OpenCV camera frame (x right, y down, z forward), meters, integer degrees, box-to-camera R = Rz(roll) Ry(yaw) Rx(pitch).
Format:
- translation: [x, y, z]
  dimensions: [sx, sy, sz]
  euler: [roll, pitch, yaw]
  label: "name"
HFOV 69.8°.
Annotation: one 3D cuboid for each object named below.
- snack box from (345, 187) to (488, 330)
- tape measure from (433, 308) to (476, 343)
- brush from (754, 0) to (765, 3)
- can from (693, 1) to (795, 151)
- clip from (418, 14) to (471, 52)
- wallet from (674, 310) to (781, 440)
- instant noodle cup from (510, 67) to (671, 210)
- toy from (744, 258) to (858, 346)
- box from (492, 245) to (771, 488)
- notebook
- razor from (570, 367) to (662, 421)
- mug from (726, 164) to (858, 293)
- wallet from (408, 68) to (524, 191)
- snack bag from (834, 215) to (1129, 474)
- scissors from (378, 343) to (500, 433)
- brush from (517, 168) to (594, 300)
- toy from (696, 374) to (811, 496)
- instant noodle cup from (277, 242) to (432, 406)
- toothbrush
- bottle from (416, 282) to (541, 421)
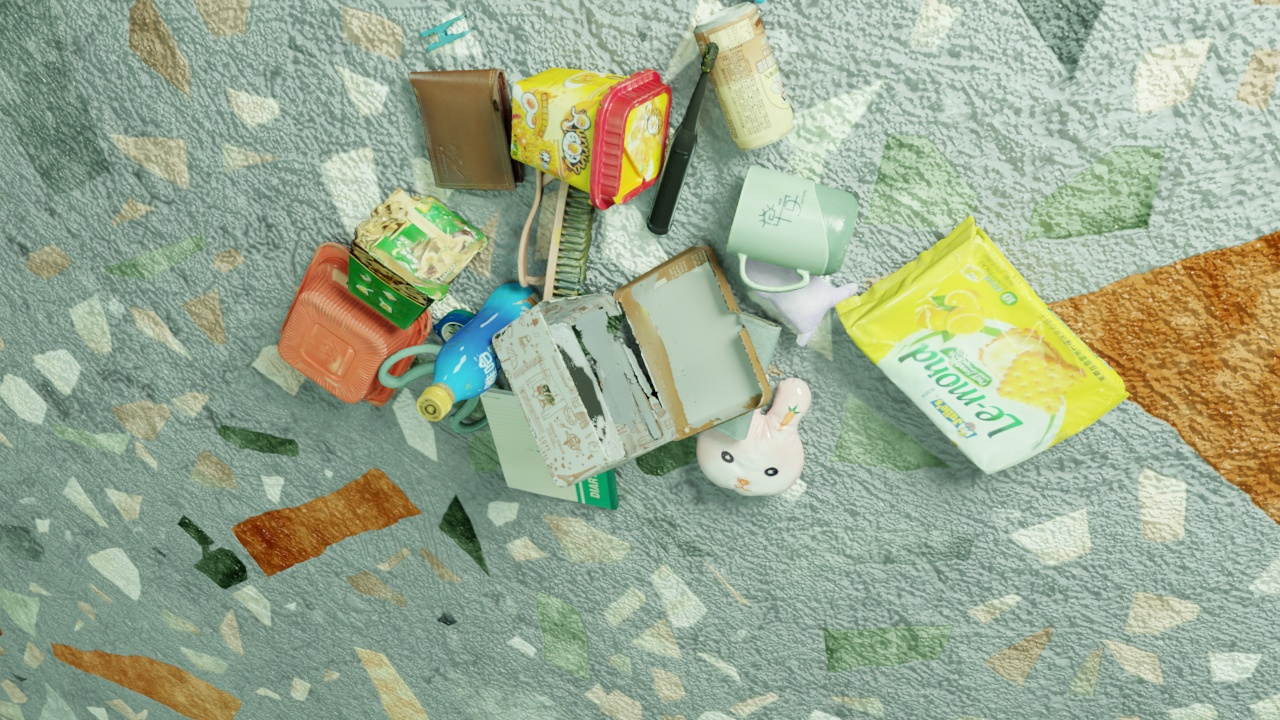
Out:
- translation: [-0.253, -0.103, 1.006]
  dimensions: [0.117, 0.118, 0.106]
  euler: [36, 138, -4]
  label: "snack box"
- translation: [-0.208, -0.034, 1.077]
  dimensions: [0.058, 0.025, 0.055]
  euler: [42, 124, -18]
  label: "tape measure"
- translation: [-0.004, -0.371, 0.789]
  dimensions: [0.254, 0.045, 0.083]
  euler: [24, 122, -1]
  label: "brush"
- translation: [0.093, -0.250, 0.813]
  dimensions: [0.059, 0.058, 0.116]
  euler: [-13, 116, 26]
  label: "can"
- translation: [-0.191, -0.320, 0.898]
  dimensions: [0.057, 0.014, 0.045]
  euler: [-13, 114, 27]
  label: "clip"
- translation: [0.080, 0.008, 0.971]
  dimensions: [0.106, 0.036, 0.130]
  euler: [21, 110, 18]
  label: "wallet"
- translation: [-0.049, -0.218, 0.860]
  dimensions: [0.124, 0.115, 0.116]
  euler: [21, 127, 20]
  label: "instant noodle cup"
- translation: [0.153, -0.076, 0.915]
  dimensions: [0.108, 0.038, 0.084]
  euler: [43, 107, -5]
  label: "toy"
- translation: [-0.011, 0.006, 0.912]
  dimensions: [0.198, 0.157, 0.181]
  euler: [-26, 82, 34]
  label: "box"
- translation: [-0.105, 0.108, 1.099]
  dimensions: [0.150, 0.012, 0.209]
  euler: [10, 142, 12]
  label: "notebook"
- translation: [-0.009, 0.044, 1.040]
  dimensions: [0.167, 0.062, 0.068]
  euler: [11, 154, 7]
  label: "razor"
- translation: [0.138, -0.115, 0.856]
  dimensions: [0.106, 0.082, 0.111]
  euler: [17, 89, 5]
  label: "mug"
- translation: [-0.178, -0.235, 0.937]
  dimensions: [0.101, 0.032, 0.125]
  euler: [4, 121, 20]
  label: "wallet"
- translation: [0.327, -0.010, 0.876]
  dimensions: [0.246, 0.068, 0.158]
  euler: [44, 124, -10]
  label: "snack bag"
- translation: [-0.217, 0.032, 1.100]
  dimensions: [0.170, 0.019, 0.181]
  euler: [-12, 133, -3]
  label: "scissors"
- translation: [-0.086, -0.133, 0.948]
  dimensions: [0.073, 0.063, 0.146]
  euler: [11, 124, 0]
  label: "brush"
- translation: [0.127, 0.083, 1.018]
  dimensions: [0.121, 0.054, 0.160]
  euler: [16, 117, 9]
  label: "toy"
- translation: [-0.353, -0.030, 1.098]
  dimensions: [0.164, 0.078, 0.189]
  euler: [35, 124, -4]
  label: "instant noodle cup"
- translation: [0.040, -0.199, 0.850]
  dimensions: [0.026, 0.027, 0.213]
  euler: [19, 141, 0]
  label: "toothbrush"
- translation: [-0.169, -0.009, 0.960]
  dimensions: [0.065, 0.218, 0.065]
  euler: [10, 123, 15]
  label: "bottle"
